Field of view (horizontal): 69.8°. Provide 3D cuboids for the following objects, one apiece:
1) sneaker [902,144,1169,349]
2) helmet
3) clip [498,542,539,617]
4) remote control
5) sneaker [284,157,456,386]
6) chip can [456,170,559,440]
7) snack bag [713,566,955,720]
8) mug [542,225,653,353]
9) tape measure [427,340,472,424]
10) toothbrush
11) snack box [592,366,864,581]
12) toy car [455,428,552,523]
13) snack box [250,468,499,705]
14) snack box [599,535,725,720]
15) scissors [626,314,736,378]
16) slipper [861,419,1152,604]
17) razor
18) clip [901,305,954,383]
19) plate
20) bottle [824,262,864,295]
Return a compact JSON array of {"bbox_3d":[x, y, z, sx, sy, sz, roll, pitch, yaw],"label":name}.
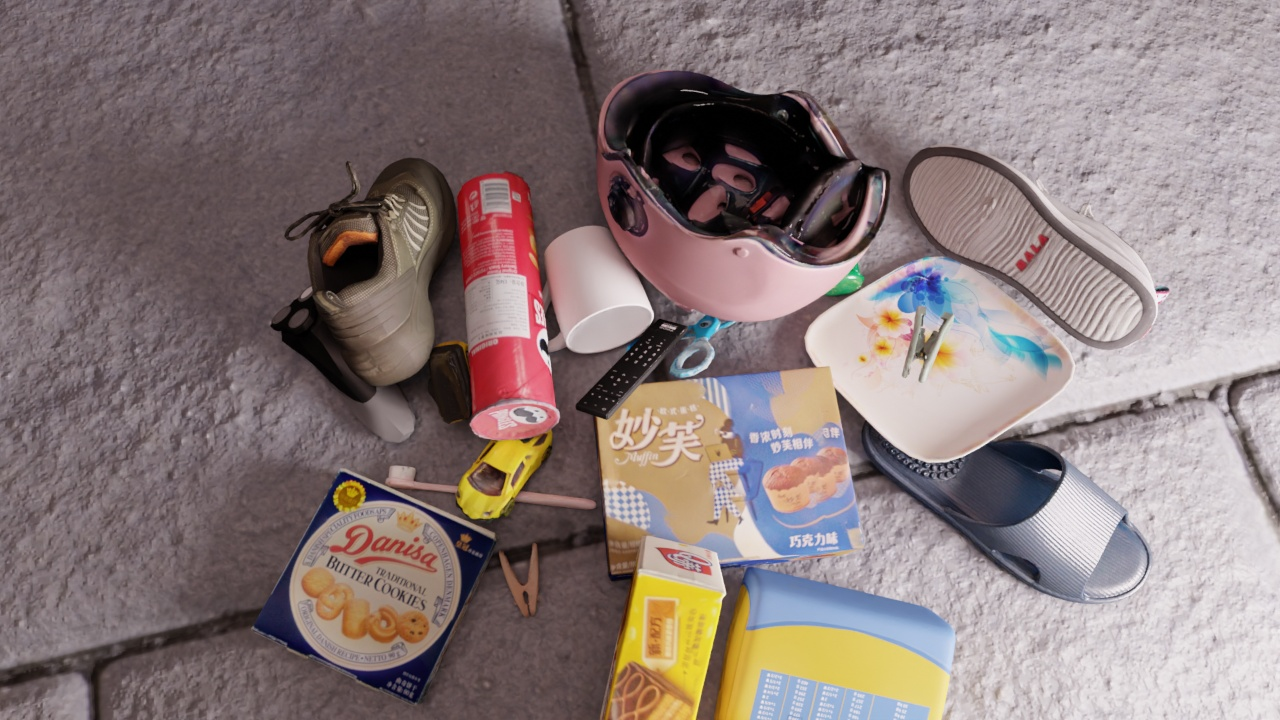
[{"bbox_3d":[0.365,-0.118,0.845,0.128,0.097,0.263,-17,52,-45],"label":"sneaker"},{"bbox_3d":[0.072,-0.137,0.795,0.255,0.153,0.229,38,53,15],"label":"helmet"},{"bbox_3d":[-0.092,0.179,0.759,0.039,0.024,0.060,-24,84,-7],"label":"clip"},{"bbox_3d":[-0.005,0.004,0.766,0.030,0.009,0.139,17,40,25],"label":"remote control"},{"bbox_3d":[-0.234,-0.108,0.763,0.101,0.143,0.237,-15,51,15],"label":"sneaker"},{"bbox_3d":[-0.118,-0.052,0.791,0.073,0.073,0.232,-7,63,-5],"label":"chip can"},{"bbox_3d":[0.136,0.279,0.703,0.159,0.102,0.205,13,88,2],"label":"snack bag"},{"bbox_3d":[-0.054,-0.056,0.817,0.114,0.081,0.087,-30,66,21],"label":"mug"},{"bbox_3d":[-0.162,0.017,0.788,0.037,0.064,0.065,-12,105,1],"label":"tape measure"},{"bbox_3d":[-0.127,0.110,0.784,0.181,0.016,0.018,8,66,1],"label":"toothbrush"},{"bbox_3d":[0.067,0.095,0.768,0.202,0.069,0.155,-5,71,-4],"label":"snack box"},{"bbox_3d":[-0.114,0.089,0.772,0.049,0.030,0.106,24,57,12],"label":"toy car"},{"bbox_3d":[-0.210,0.181,0.742,0.144,0.043,0.144,23,73,4],"label":"snack box"},{"bbox_3d":[0.003,0.252,0.655,0.062,0.110,0.230,13,92,1],"label":"snack box"},{"bbox_3d":[0.047,-0.029,0.825,0.115,0.013,0.140,5,40,38],"label":"scissors"},{"bbox_3d":[0.310,0.112,0.767,0.263,0.083,0.101,32,75,9],"label":"slipper"},{"bbox_3d":[-0.252,0.007,0.795,0.057,0.060,0.156,-40,97,-2],"label":"razor"},{"bbox_3d":[0.252,-0.012,0.790,0.049,0.023,0.078,6,53,14],"label":"clip"},{"bbox_3d":[0.259,-0.003,0.808,0.186,0.016,0.187,-30,55,-13],"label":"plate"},{"bbox_3d":[0.180,-0.118,0.858,0.043,0.043,0.111,-3,71,-3],"label":"bottle"}]
